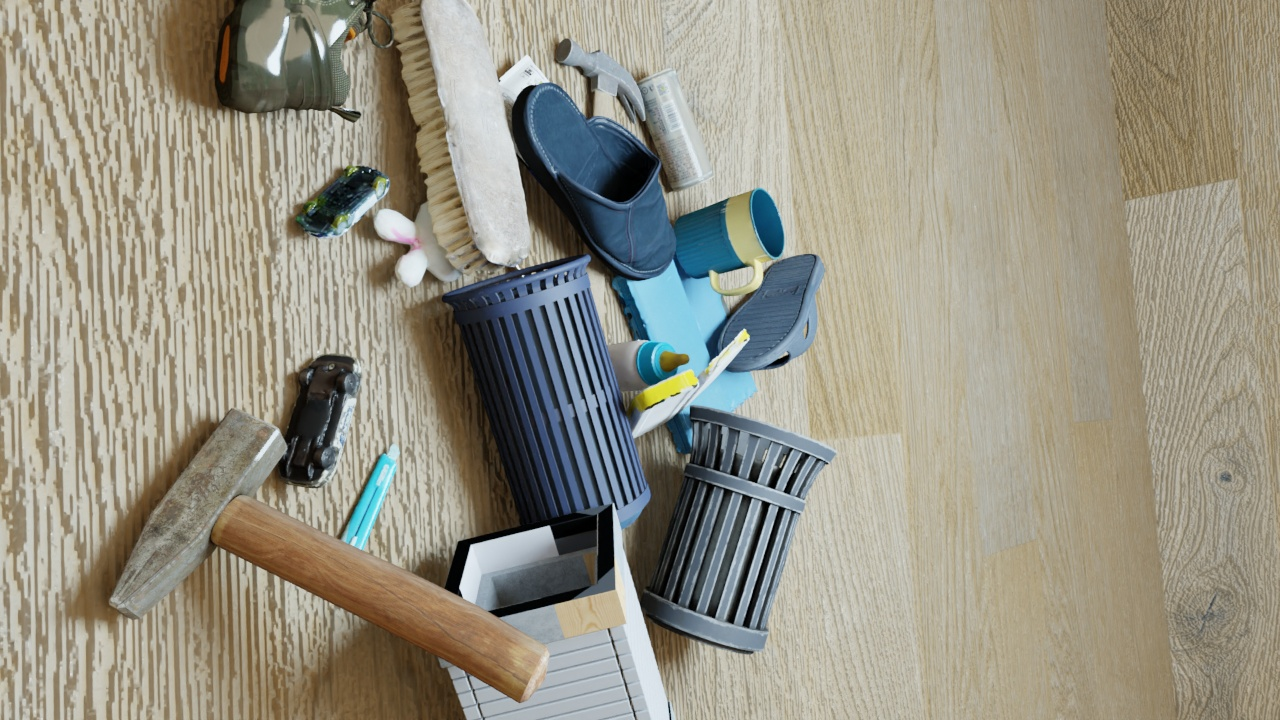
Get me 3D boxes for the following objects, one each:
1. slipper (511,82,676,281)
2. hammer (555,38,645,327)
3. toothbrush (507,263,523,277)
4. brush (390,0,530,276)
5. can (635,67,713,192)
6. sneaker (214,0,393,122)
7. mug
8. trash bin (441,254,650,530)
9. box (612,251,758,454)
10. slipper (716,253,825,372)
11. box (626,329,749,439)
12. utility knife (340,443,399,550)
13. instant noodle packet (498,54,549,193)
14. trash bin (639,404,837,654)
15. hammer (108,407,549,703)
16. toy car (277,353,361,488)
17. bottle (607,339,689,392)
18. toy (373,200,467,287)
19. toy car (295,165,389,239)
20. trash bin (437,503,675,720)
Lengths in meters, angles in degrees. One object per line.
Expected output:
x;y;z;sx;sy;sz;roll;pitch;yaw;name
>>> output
-0.019;-0.174;0.922;0.265;0.084;0.108;46;52;-45;slipper
-0.045;-0.178;1.000;0.119;0.031;0.331;11;76;-44;hammer
-0.129;-0.101;0.913;0.016;0.016;0.167;-44;114;-39;toothbrush
-0.162;-0.210;0.834;0.083;0.057;0.271;-5;79;-56;brush
0.039;-0.270;1.079;0.054;0.054;0.136;-37;110;-42;can
-0.253;-0.306;0.742;0.142;0.101;0.238;6;85;-35;sneaker
0.102;-0.129;1.056;0.083;0.107;0.113;18;64;-55;mug
-0.081;0.040;0.858;0.139;0.140;0.249;-26;105;-44;trash bin
0.063;-0.027;1.092;0.174;0.034;0.231;-39;112;-45;box
0.179;-0.044;1.151;0.262;0.101;0.082;-54;130;-47;slipper
0.041;0.030;0.927;0.129;0.210;0.034;-34;82;-12;box
-0.232;0.123;0.779;0.022;0.016;0.116;21;65;-10;utility knife
-0.098;-0.234;0.937;0.134;0.026;0.086;48;65;-18;instant noodle packet
0.097;0.182;0.984;0.164;0.164;0.227;24;81;-41;trash bin
-0.205;0.164;0.653;0.301;0.037;0.157;25;60;5;hammer
-0.256;0.048;0.743;0.040;0.048;0.112;59;39;-66;toy car
-0.006;0.005;0.930;0.051;0.146;0.051;8;78;-45;bottle
-0.185;-0.109;0.841;0.125;0.037;0.076;-23;97;-51;toy
-0.251;-0.132;0.779;0.089;0.039;0.027;-56;163;-33;toy car
-0.060;0.277;0.778;0.142;0.142;0.247;-98;173;-72;trash bin
